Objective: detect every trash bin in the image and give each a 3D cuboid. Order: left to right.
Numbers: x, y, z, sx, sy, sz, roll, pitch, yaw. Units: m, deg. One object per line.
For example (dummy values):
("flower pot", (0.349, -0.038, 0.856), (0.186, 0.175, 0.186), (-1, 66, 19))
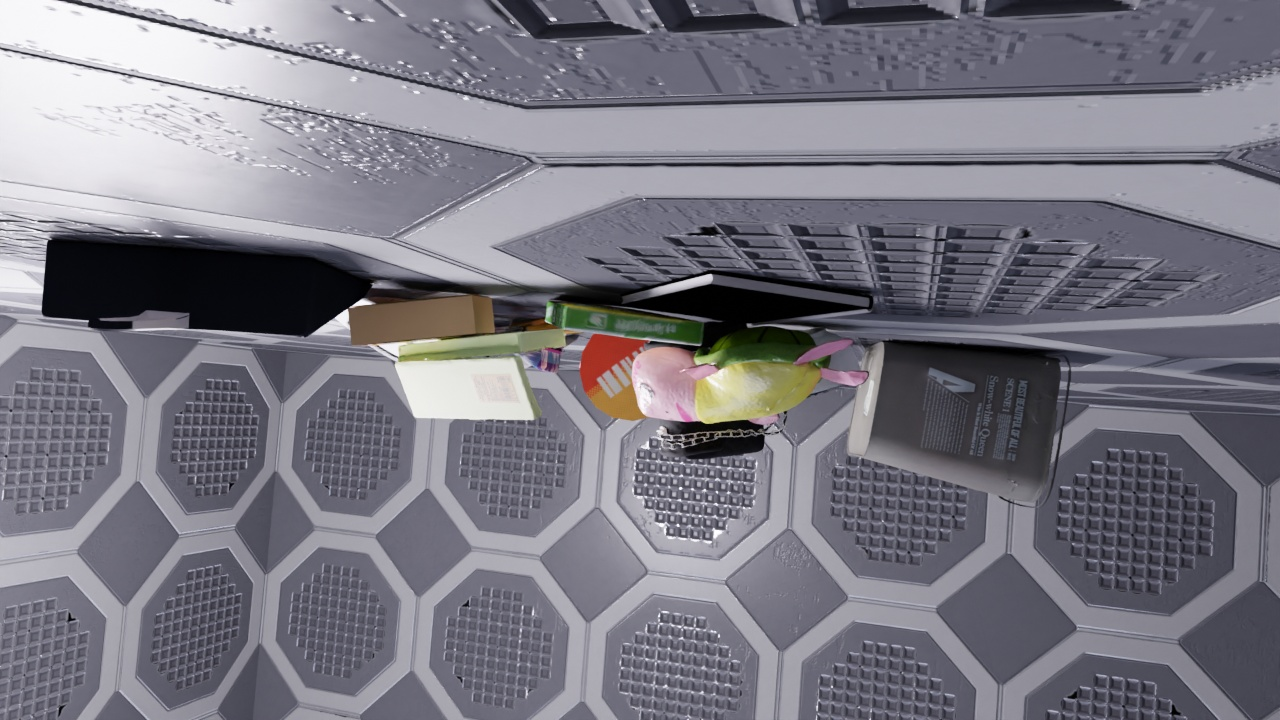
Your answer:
("trash bin", (0.402, 0.071, 1.197), (0.220, 0.197, 0.197), (11, 177, 4))

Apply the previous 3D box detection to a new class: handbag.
("handbag", (-0.197, -0.031, 1.281), (0.170, 0.068, 0.144), (10, 178, 13))
("handbag", (0.077, 0.036, 1.013), (0.125, 0.154, 0.115), (-11, -173, -24))

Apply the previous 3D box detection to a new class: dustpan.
("dustpan", (-0.400, -0.055, 0.824), (0.236, 0.080, 0.273), (4, 177, 2))

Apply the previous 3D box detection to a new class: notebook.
("notebook", (0.085, -0.052, 0.811), (0.149, 0.016, 0.207), (6, 177, -20))

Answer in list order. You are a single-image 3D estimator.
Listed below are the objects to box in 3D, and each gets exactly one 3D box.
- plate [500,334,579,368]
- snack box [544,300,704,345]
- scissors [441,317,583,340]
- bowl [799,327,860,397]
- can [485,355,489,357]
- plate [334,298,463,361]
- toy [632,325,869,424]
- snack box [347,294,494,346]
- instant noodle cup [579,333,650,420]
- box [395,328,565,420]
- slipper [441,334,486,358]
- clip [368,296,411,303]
("plate", (-0.183, -0.007, 1.412), (0.188, 0.016, 0.188), (-24, -170, 4))
("snack box", (-0.022, -0.039, 0.919), (0.132, 0.027, 0.168), (7, -176, -12))
("scissors", (-0.122, -0.038, 1.086), (0.225, 0.016, 0.225), (-3, -173, 16))
("bowl", (0.187, 0.000, 1.041), (0.113, 0.063, 0.113), (-16, -174, 2))
("can", (-0.275, -0.008, 1.372), (0.072, 0.072, 0.128), (4, -166, 8))
("plate", (-0.293, -0.021, 1.096), (0.208, 0.015, 0.209), (23, 162, 8))
("toy", (0.102, 0.015, 0.907), (0.239, 0.087, 0.190), (-11, 159, 30))
("snack box", (-0.224, -0.041, 0.950), (0.126, 0.040, 0.088), (-5, -178, 4))
("instant noodle cup", (-0.007, 0.007, 1.179), (0.123, 0.123, 0.121), (4, -175, 5))
("box", (-0.162, 0.003, 0.937), (0.188, 0.091, 0.083), (0, -152, 38))
("slipper", (-0.247, -0.003, 1.217), (0.104, 0.074, 0.246), (33, 147, 1))
("clip", (-0.296, -0.062, 1.092), (0.062, 0.024, 0.045), (1, 177, -7))
